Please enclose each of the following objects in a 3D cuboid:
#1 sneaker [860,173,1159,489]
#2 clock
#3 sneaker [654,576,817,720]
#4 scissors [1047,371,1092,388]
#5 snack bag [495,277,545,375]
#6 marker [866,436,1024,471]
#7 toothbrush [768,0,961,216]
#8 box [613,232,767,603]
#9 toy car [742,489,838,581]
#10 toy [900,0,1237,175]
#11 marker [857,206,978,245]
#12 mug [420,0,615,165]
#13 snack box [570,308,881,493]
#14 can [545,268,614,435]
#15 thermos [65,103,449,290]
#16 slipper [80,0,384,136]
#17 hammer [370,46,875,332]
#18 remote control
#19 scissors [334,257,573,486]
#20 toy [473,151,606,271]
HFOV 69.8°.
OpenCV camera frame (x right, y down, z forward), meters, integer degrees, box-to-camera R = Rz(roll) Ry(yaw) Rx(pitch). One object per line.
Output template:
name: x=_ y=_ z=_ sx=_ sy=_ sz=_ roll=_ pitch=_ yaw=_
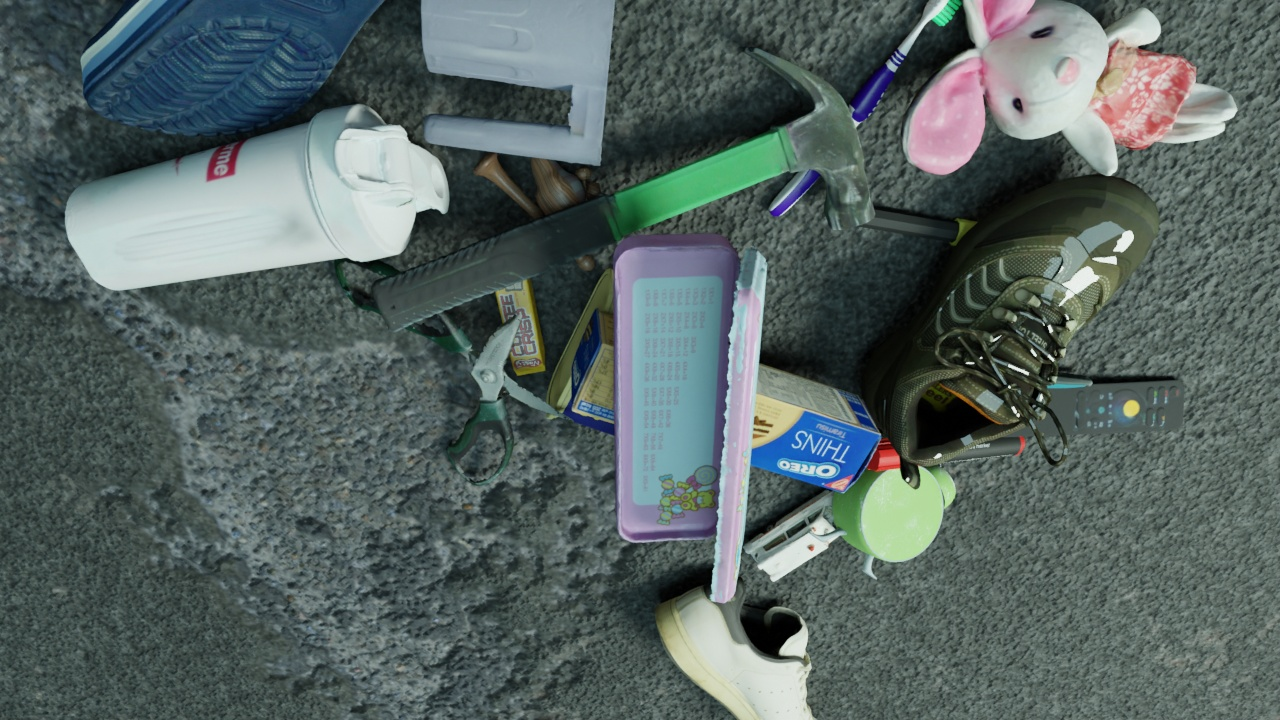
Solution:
sneaker: x=0.234 y=-0.008 z=0.594 sx=0.101 sy=0.142 sz=0.239 roll=31 pitch=122 yaw=-11
clock: x=0.201 y=0.111 z=0.731 sx=0.094 sy=0.042 sz=0.119 roll=34 pitch=82 yaw=-22
sneaker: x=0.120 y=0.277 z=0.825 sx=0.102 sy=0.088 sz=0.241 roll=-39 pitch=111 yaw=10
scissors: x=0.279 y=-0.012 z=0.689 sx=0.155 sy=0.019 sz=0.125 roll=21 pitch=114 yaw=-10
snack bag: x=-0.087 y=-0.031 z=0.662 sx=0.026 sy=0.020 sz=0.099 roll=-6 pitch=121 yaw=2
marker: x=0.237 y=0.068 z=0.710 sx=0.144 sy=0.023 sz=0.021 roll=-3 pitch=146 yaw=-24
toothbrush: x=0.145 y=-0.166 z=0.594 sx=0.016 sy=0.015 sz=0.187 roll=27 pitch=117 yaw=-22
box: x=0.030 y=0.041 z=0.537 sx=0.089 sy=0.092 sz=0.214 roll=-2 pitch=119 yaw=-4
toy car: x=0.142 y=0.142 z=0.764 sx=0.113 sy=0.039 sz=0.039 roll=-37 pitch=115 yaw=18
toy: x=0.261 y=-0.171 z=0.558 sx=0.194 sy=0.084 sz=0.159 roll=16 pitch=104 yaw=-11
marker: x=0.207 y=-0.092 z=0.638 sx=0.124 sy=0.017 sz=0.021 roll=9 pitch=164 yaw=-6
mug: x=-0.069 y=-0.180 z=0.528 sx=0.104 sy=0.084 sz=0.124 roll=5 pitch=95 yaw=-4
snack box: x=0.056 y=0.030 z=0.620 sx=0.206 sy=0.056 sz=0.057 roll=18 pitch=116 yaw=-15
can: x=-0.004 y=0.004 z=0.666 sx=0.092 sy=0.056 sz=0.116 roll=21 pitch=118 yaw=-15
thermos: x=-0.240 y=-0.096 z=0.576 sx=0.220 sy=0.099 sz=0.099 roll=-10 pitch=121 yaw=8
slipper: x=-0.212 y=-0.215 z=0.510 sx=0.253 sy=0.105 sz=0.095 roll=-26 pitch=76 yaw=29
hammer: x=-0.016 y=-0.093 z=0.578 sx=0.319 sy=0.032 sz=0.130 roll=-22 pitch=113 yaw=0
remote control: x=0.351 y=0.037 z=0.719 sx=0.152 sy=0.020 sz=0.041 roll=-2 pitch=97 yaw=-2
scissors: x=-0.145 y=0.009 z=0.668 sx=0.201 sy=0.015 sz=0.202 roll=34 pitch=136 yaw=1
toy: x=-0.055 y=-0.108 z=0.605 sx=0.055 sy=0.041 sz=0.102 roll=-45 pitch=107 yaw=2
